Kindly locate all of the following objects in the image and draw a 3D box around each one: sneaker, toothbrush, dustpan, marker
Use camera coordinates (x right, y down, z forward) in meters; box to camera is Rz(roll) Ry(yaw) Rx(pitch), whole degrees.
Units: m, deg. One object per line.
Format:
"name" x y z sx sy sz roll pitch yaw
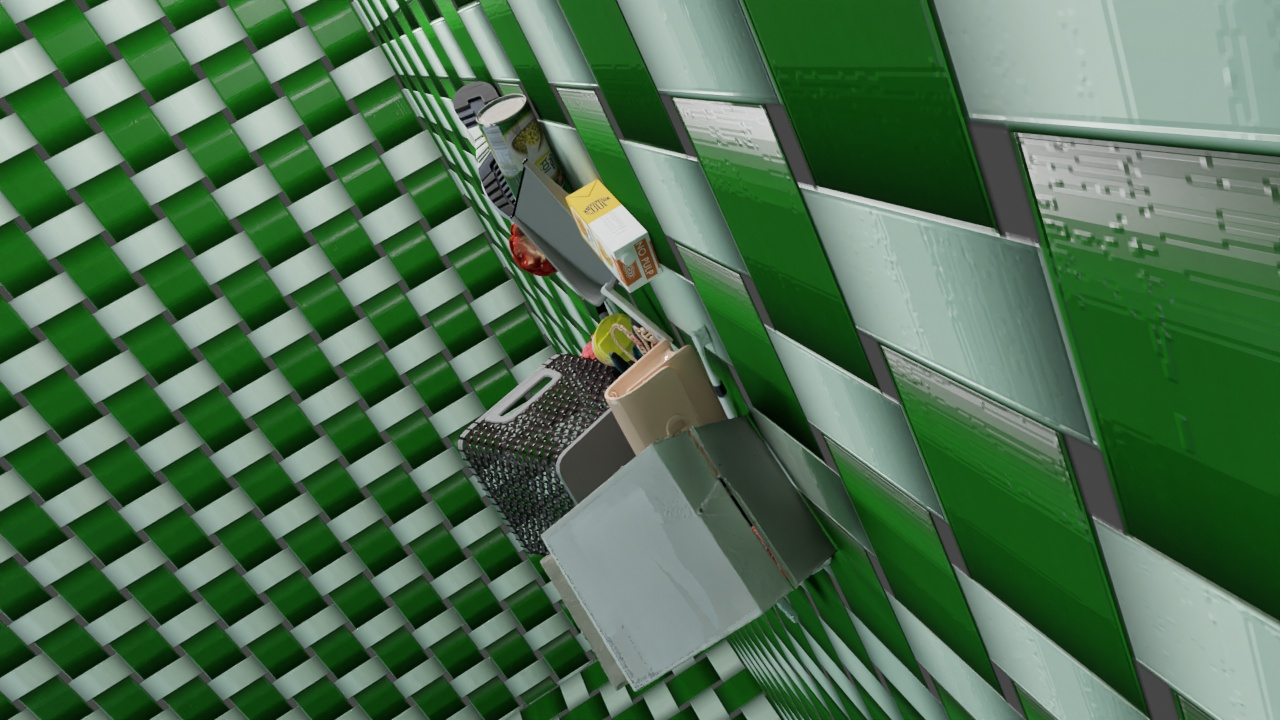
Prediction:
"sneaker" -0.178 -0.266 1.268 0.124 0.089 0.239 65 180 -67
"toothbrush" 0.088 0.034 0.954 0.012 0.017 0.187 55 174 49
"dustpan" -0.055 -0.112 1.090 0.257 0.033 0.163 40 161 -1
"marker" -0.047 -0.052 1.411 0.022 0.016 0.138 114 136 -59

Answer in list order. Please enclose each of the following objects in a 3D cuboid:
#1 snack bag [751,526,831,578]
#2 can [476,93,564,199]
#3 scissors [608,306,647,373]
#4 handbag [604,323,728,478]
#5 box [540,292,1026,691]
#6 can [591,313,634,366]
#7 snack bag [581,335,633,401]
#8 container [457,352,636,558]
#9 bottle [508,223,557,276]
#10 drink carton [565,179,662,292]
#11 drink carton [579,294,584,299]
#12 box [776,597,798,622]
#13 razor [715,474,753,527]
"snack bag" 0.165 0.211 1.053 0.077 0.041 0.225 55 170 12
"can" -0.144 -0.254 1.114 0.067 0.067 0.121 50 168 50
"scissors" -0.007 0.007 1.199 0.117 0.019 0.148 -35 -60 -59
"handbag" 0.009 0.074 1.070 0.187 0.116 0.199 12 136 56
"box" 0.141 0.107 0.850 0.167 0.445 0.165 57 162 13
"can" -0.034 -0.027 1.292 0.067 0.067 0.105 59 173 0
"snack bag" -0.036 0.040 1.533 0.176 0.082 0.082 61 172 -21
"container" -0.073 0.153 1.380 0.244 0.246 0.246 4 129 51
"bottle" -0.145 -0.176 1.363 0.099 0.099 0.111 57 -176 9
"drink carton" -0.027 -0.128 0.948 0.122 0.040 0.058 52 170 42
"drink carton" -0.081 -0.136 1.272 0.058 0.041 0.122 57 172 13
"box" 0.116 0.238 1.162 0.153 0.041 0.201 43 178 -37
"razor" 0.136 0.223 1.260 0.060 0.057 0.156 -10 115 47
